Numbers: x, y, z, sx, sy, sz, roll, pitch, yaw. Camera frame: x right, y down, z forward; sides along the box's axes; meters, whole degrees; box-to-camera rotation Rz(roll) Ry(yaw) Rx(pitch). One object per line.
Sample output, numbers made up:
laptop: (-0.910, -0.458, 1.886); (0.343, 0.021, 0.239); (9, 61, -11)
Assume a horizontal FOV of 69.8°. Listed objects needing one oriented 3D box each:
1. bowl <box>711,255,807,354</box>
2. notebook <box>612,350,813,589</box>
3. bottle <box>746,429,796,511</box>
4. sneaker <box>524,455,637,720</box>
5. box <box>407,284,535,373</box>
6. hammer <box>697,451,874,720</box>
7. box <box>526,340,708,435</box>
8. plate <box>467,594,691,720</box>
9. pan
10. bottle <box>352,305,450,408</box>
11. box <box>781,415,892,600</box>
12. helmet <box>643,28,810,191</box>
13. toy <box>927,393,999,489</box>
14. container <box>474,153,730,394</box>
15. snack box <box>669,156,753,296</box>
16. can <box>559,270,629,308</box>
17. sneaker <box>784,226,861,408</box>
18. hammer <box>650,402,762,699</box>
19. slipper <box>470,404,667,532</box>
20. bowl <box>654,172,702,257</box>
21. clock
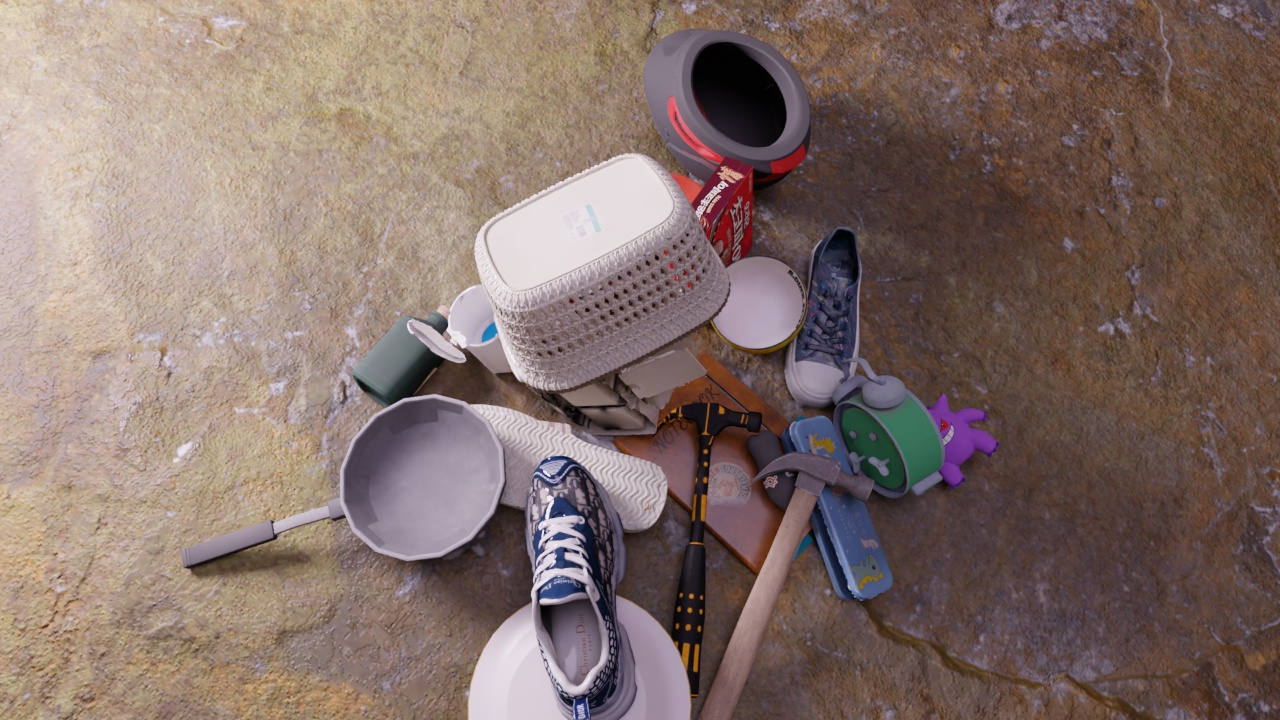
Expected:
bowl: (0.143, -0.061, 1.104); (0.117, 0.067, 0.117); (-3, 76, 11)
notebook: (0.118, 0.117, 1.065); (0.249, 0.014, 0.178); (42, 70, 11)
bottle: (0.155, 0.132, 1.033); (0.036, 0.036, 0.110); (-19, 71, -13)
sneaker: (-0.067, 0.216, 0.891); (0.103, 0.132, 0.269); (-11, 70, 3)
box: (-0.183, -0.031, 1.019); (0.112, 0.162, 0.084); (-41, 69, -7)
hammer: (0.132, 0.252, 0.976); (0.119, 0.031, 0.331); (23, 82, 9)
box: (-0.016, 0.015, 0.997); (0.186, 0.145, 0.095); (-21, 56, 16)
plate: (-0.063, 0.348, 0.928); (0.230, 0.021, 0.229); (-2, 69, 4)
pan: (-0.311, 0.155, 0.975); (0.357, 0.041, 0.178); (-18, 68, -1)
bottle: (-0.262, -0.010, 1.051); (0.061, 0.061, 0.131); (34, 69, 10)
box: (0.223, 0.162, 1.024); (0.066, 0.049, 0.209); (-14, 78, -17)
helmet: (0.105, -0.310, 1.152); (0.164, 0.170, 0.264); (-30, 77, -9)
toy: (0.361, 0.092, 1.079); (0.088, 0.055, 0.106); (44, 105, 9)
container: (-0.044, -0.091, 0.916); (0.246, 0.143, 0.184); (-27, 51, -4)
snack box: (0.085, -0.139, 1.088); (0.036, 0.152, 0.132); (27, 67, 19)
can: (-0.077, -0.130, 1.111); (0.130, 0.044, 0.129); (-2, 75, 8)
sneaker: (0.234, -0.057, 1.113); (0.087, 0.079, 0.235); (14, 67, 0)
hammer: (0.057, 0.200, 0.999); (0.123, 0.036, 0.320); (3, 73, 15)
slipper: (-0.097, 0.120, 1.019); (0.263, 0.052, 0.114); (17, 70, 9)
bowl: (0.034, -0.177, 1.164); (0.122, 0.035, 0.121); (2, 68, -5)
clock: (0.267, 0.072, 1.032); (0.075, 0.122, 0.161); (-28, 98, -17)
